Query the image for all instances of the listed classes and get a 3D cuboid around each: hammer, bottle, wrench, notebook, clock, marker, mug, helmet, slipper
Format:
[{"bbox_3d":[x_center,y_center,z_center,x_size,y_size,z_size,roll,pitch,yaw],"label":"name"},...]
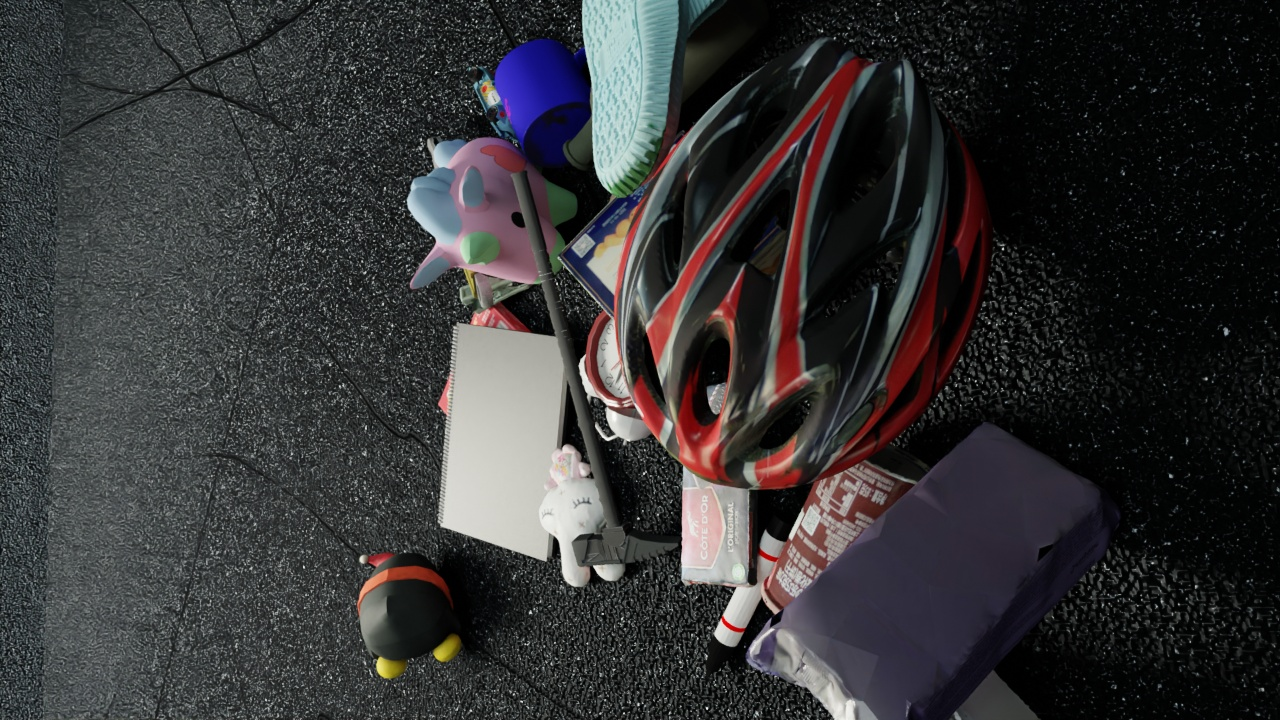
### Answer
[{"bbox_3d":[-0.047,0.009,0.729,0.095,0.015,0.325,-10,100,24],"label":"hammer"},{"bbox_3d":[0.010,-0.231,0.753,0.207,0.071,0.071,-37,61,37],"label":"bottle"},{"bbox_3d":[-0.184,-0.141,0.929,0.273,0.018,0.084,-119,21,-46],"label":"wrench"},{"bbox_3d":[-0.133,0.074,0.884,0.149,0.016,0.207,9,96,36],"label":"notebook"},{"bbox_3d":[-0.005,0.005,0.760,0.138,0.048,0.096,-56,51,24],"label":"clock"},{"bbox_3d":[0.078,0.178,0.681,0.019,0.019,0.146,38,112,41],"label":"marker"},{"bbox_3d":[-0.069,-0.242,0.838,0.111,0.079,0.083,-29,63,9],"label":"mug"},{"bbox_3d":[0.090,-0.054,0.550,0.217,0.167,0.272,23,85,21],"label":"helmet"},{"bbox_3d":[0.008,-0.233,0.655,0.116,0.069,0.275,-35,49,49],"label":"slipper"}]

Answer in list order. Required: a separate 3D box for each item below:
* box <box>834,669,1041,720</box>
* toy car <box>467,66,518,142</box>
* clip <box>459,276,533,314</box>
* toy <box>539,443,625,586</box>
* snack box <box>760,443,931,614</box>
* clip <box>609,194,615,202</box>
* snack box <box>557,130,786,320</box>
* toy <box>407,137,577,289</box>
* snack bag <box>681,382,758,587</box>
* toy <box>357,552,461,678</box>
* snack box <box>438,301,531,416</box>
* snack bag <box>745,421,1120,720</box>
[{"bbox_3d":[0.183,0.219,0.519,0.130,0.109,0.103,9,92,26],"label":"box"},{"bbox_3d":[-0.134,-0.259,0.911,0.028,0.060,0.107,-39,59,22],"label":"toy car"},{"bbox_3d":[-0.139,-0.073,0.903,0.076,0.047,0.023,-24,56,16],"label":"clip"},{"bbox_3d":[-0.056,0.135,0.806,0.076,0.037,0.125,-21,78,34],"label":"toy"},{"bbox_3d":[0.134,0.113,0.594,0.072,0.072,0.121,35,110,41],"label":"snack box"},{"bbox_3d":[-0.009,-0.141,0.797,0.062,0.025,0.047,-25,70,44],"label":"clip"},{"bbox_3d":[0.029,-0.084,0.702,0.144,0.042,0.145,-44,54,4],"label":"snack box"},{"bbox_3d":[-0.144,-0.145,0.828,0.222,0.170,0.120,52,121,35],"label":"toy"},{"bbox_3d":[0.061,0.092,0.696,0.075,0.018,0.155,-13,72,50],"label":"snack bag"},{"bbox_3d":[-0.242,0.249,0.950,0.119,0.097,0.100,-107,0,-53],"label":"toy"},{"bbox_3d":[-0.157,0.013,0.933,0.089,0.021,0.133,42,115,39],"label":"snack box"},{"bbox_3d":[0.161,0.117,0.496,0.096,0.205,0.058,36,154,39],"label":"snack bag"}]
